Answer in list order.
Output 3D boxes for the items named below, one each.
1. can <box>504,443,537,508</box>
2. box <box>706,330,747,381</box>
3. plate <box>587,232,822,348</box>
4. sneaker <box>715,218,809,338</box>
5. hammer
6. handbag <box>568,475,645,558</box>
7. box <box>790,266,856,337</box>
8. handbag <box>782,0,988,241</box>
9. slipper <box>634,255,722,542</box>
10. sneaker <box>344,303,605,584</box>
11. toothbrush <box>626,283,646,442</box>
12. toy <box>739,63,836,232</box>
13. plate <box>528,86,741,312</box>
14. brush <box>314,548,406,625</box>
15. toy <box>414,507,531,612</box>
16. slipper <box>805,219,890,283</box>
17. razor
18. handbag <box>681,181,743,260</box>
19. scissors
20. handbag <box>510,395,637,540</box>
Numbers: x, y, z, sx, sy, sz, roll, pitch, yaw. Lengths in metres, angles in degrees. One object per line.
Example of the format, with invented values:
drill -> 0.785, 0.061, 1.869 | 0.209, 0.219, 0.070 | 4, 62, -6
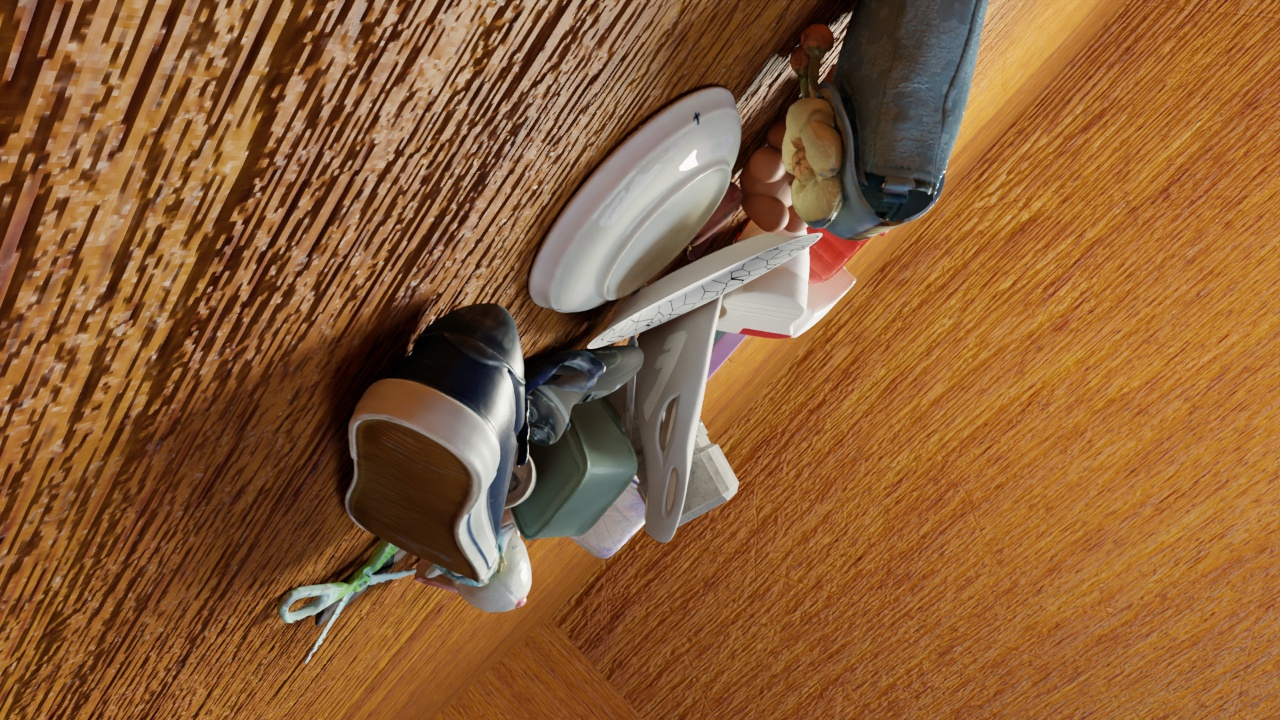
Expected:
can -> -0.112, 0.093, 0.744 | 0.054, 0.054, 0.136 | -44, 177, -9
box -> 0.060, -0.005, 1.102 | 0.215, 0.065, 0.077 | -50, -177, 26
plate -> 0.043, -0.057, 0.677 | 0.188, 0.016, 0.188 | -25, 177, -2
sneaker -> 0.118, -0.087, 0.913 | 0.237, 0.090, 0.104 | 84, 15, -82
hammer -> -0.075, 0.140, 0.963 | 0.318, 0.162, 0.083 | -30, 173, 12
handbag -> -0.046, 0.157, 1.096 | 0.069, 0.126, 0.159 | -32, 165, -43
box -> 0.167, -0.085, 1.050 | 0.102, 0.107, 0.091 | -37, 170, -36
handbag -> 0.154, -0.177, 0.608 | 0.122, 0.118, 0.192 | -103, -154, -87
slipper -> 0.017, 0.032, 0.841 | 0.113, 0.080, 0.266 | -60, 160, -81
sneaker -> -0.110, 0.056, 0.587 | 0.295, 0.121, 0.127 | 113, 2, -58
toothbrush -> -0.005, 0.005, 0.785 | 0.010, 0.010, 0.182 | -36, 142, -40
toy -> 0.127, -0.163, 0.710 | 0.128, 0.065, 0.094 | -57, 163, 28
plate -> 0.006, -0.091, 0.590 | 0.182, 0.034, 0.182 | -43, 170, -10
brush -> -0.219, 0.173, 0.797 | 0.150, 0.012, 0.039 | -39, 167, -34
toy -> -0.139, 0.183, 0.850 | 0.131, 0.105, 0.206 | -46, 178, -15
slipper -> 0.209, -0.165, 0.902 | 0.058, 0.103, 0.250 | -39, 166, -48
razor -> -0.049, 0.023, 0.713 | 0.140, 0.063, 0.053 | -20, 163, -41
handbag -> 0.050, -0.104, 0.749 | 0.055, 0.029, 0.120 | -41, 174, -11
scissors -> -0.228, 0.178, 0.742 | 0.171, 0.021, 0.172 | -56, 166, 5
handbag -> -0.067, 0.093, 0.833 | 0.067, 0.106, 0.122 | 6, 133, -41
